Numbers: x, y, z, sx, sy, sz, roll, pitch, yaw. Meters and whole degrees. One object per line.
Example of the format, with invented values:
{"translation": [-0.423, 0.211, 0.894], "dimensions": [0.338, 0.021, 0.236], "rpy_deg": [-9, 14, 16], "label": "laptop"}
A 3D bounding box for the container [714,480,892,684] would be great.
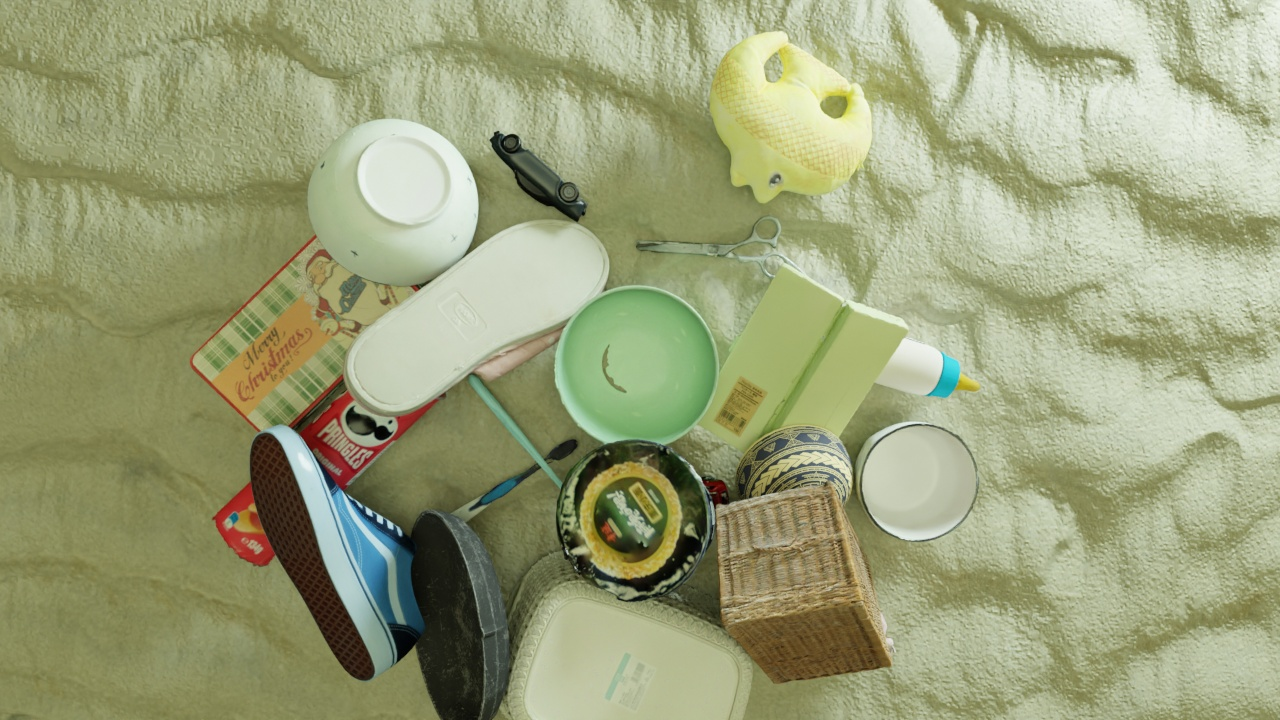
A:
{"translation": [0.146, 0.203, 0.817], "dimensions": [0.114, 0.198, 0.112], "rpy_deg": [-14, 53, 15], "label": "container"}

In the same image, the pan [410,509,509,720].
{"translation": [-0.153, 0.309, 0.821], "dimensions": [0.040, 0.208, 0.356], "rpy_deg": [-6, 85, -31], "label": "pan"}

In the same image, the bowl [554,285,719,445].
{"translation": [-0.005, 0.005, 0.866], "dimensions": [0.151, 0.077, 0.151], "rpy_deg": [0, 94, -3], "label": "bowl"}

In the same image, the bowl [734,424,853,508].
{"translation": [0.151, 0.123, 0.867], "dimensions": [0.112, 0.061, 0.113], "rpy_deg": [-5, 123, -8], "label": "bowl"}

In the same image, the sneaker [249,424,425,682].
{"translation": [-0.264, 0.160, 0.827], "dimensions": [0.084, 0.098, 0.241], "rpy_deg": [-14, 102, 37], "label": "sneaker"}

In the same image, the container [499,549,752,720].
{"translation": [-0.014, 0.288, 0.854], "dimensions": [0.246, 0.143, 0.184], "rpy_deg": [20, 80, -4], "label": "container"}

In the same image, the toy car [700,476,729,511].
{"translation": [0.041, 0.140, 0.901], "dimensions": [0.091, 0.036, 0.042], "rpy_deg": [-6, 94, 4], "label": "toy car"}

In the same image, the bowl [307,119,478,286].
{"translation": [-0.214, -0.149, 0.819], "dimensions": [0.153, 0.073, 0.153], "rpy_deg": [5, 77, -23], "label": "bowl"}

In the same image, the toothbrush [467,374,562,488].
{"translation": [-0.110, 0.085, 0.884], "dimensions": [0.016, 0.016, 0.180], "rpy_deg": [-40, 85, 9], "label": "toothbrush"}

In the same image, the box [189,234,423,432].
{"translation": [-0.308, -0.030, 0.863], "dimensions": [0.205, 0.050, 0.117], "rpy_deg": [-42, 94, 2], "label": "box"}

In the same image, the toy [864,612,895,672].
{"translation": [0.205, 0.259, 0.912], "dimensions": [0.063, 0.047, 0.110], "rpy_deg": [-40, 80, 9], "label": "toy"}

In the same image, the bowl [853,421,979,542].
{"translation": [0.260, 0.113, 0.893], "dimensions": [0.116, 0.065, 0.116], "rpy_deg": [0, 94, -3], "label": "bowl"}

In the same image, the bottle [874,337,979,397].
{"translation": [0.261, 0.006, 0.892], "dimensions": [0.146, 0.051, 0.051], "rpy_deg": [17, 93, -4], "label": "bottle"}

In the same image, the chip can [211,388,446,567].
{"translation": [-0.292, 0.089, 0.861], "dimensions": [0.233, 0.073, 0.073], "rpy_deg": [-43, 95, 2], "label": "chip can"}

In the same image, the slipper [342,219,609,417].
{"translation": [-0.146, -0.040, 0.842], "dimensions": [0.273, 0.055, 0.114], "rpy_deg": [-33, 88, -24], "label": "slipper"}

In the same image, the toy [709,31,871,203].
{"translation": [0.139, -0.222, 0.865], "dimensions": [0.170, 0.065, 0.154], "rpy_deg": [31, 80, -12], "label": "toy"}

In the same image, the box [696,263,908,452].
{"translation": [0.146, 0.017, 0.861], "dimensions": [0.141, 0.043, 0.188], "rpy_deg": [28, 117, -3], "label": "box"}

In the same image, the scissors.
{"translation": [0.081, -0.098, 0.894], "dimensions": [0.170, 0.014, 0.095], "rpy_deg": [-19, 94, -4], "label": "scissors"}

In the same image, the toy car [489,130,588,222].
{"translation": [-0.097, -0.171, 0.863], "dimensions": [0.112, 0.046, 0.034], "rpy_deg": [40, 89, -6], "label": "toy car"}

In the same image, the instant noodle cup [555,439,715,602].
{"translation": [0.007, 0.144, 0.829], "dimensions": [0.137, 0.112, 0.137], "rpy_deg": [-3, 79, 17], "label": "instant noodle cup"}

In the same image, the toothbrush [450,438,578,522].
{"translation": [-0.141, 0.130, 0.900], "dimensions": [0.189, 0.017, 0.016], "rpy_deg": [-33, 85, 2], "label": "toothbrush"}
